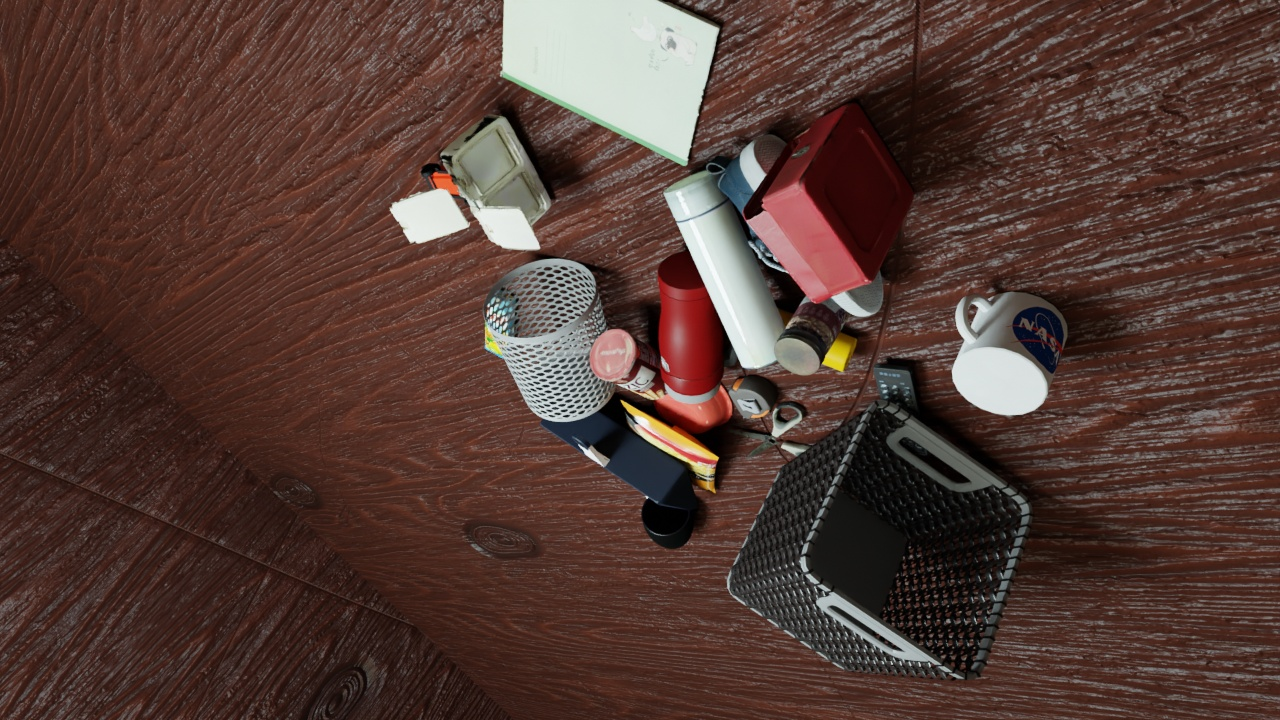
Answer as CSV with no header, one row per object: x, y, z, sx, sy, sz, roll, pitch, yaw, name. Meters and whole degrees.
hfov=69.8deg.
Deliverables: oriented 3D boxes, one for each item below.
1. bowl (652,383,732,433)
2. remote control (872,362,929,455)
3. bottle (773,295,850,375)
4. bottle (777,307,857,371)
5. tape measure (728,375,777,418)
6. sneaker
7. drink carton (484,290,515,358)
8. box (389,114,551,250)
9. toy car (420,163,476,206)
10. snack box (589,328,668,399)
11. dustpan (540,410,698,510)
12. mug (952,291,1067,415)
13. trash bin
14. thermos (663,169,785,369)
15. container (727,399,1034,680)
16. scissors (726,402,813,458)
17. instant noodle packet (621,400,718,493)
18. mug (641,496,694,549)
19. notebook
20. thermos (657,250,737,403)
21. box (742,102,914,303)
0.065,0.063,1.326,0.130,0.045,0.131,23,143,18,bowl
0.322,0.058,1.124,0.047,0.022,0.150,8,138,34,remote control
0.198,-0.038,1.043,0.056,0.105,0.056,23,143,18,bottle
0.187,-0.033,1.113,0.144,0.043,0.043,23,143,18,bottle
0.153,0.053,1.245,0.059,0.038,0.058,-3,129,42,tape measure
0.165,-0.133,0.981,0.235,0.089,0.088,50,140,-10,sneaker
-0.220,-0.058,1.435,0.044,0.038,0.129,28,145,12,drink carton
-0.182,-0.185,1.108,0.105,0.187,0.143,22,152,45,box
-0.246,-0.243,1.235,0.100,0.048,0.051,11,138,32,toy car
-0.007,0.007,1.255,0.072,0.072,0.121,10,170,33,snack box
-0.043,0.146,1.396,0.236,0.080,0.273,31,160,25,dustpan
0.367,-0.017,0.936,0.121,0.089,0.091,42,145,-8,mug
-0.118,-0.023,1.293,0.157,0.156,0.183,15,143,28,trash bin
0.102,-0.103,1.048,0.068,0.067,0.230,-9,113,46,thermos
0.285,0.238,1.152,0.247,0.245,0.244,34,153,-5,container
0.201,0.111,1.293,0.157,0.012,0.171,28,144,12,scissors
0.047,0.135,1.392,0.160,0.032,0.221,30,163,14,instant noodle packet
0.041,0.265,1.563,0.119,0.085,0.100,52,169,33,mug
-0.043,-0.332,0.993,0.252,0.010,0.182,29,145,11,notebook
0.077,-0.040,1.176,0.108,0.083,0.199,-5,134,0,thermos
0.185,-0.150,0.883,0.088,0.157,0.129,-19,119,44,box
